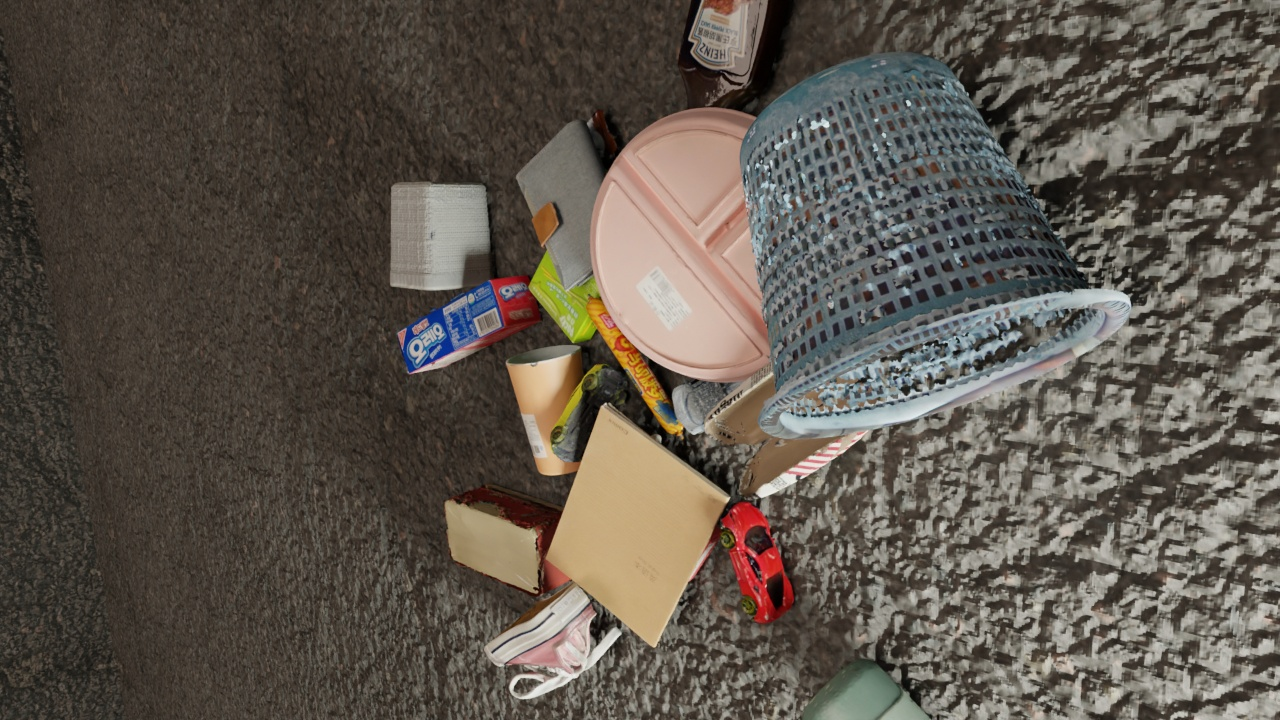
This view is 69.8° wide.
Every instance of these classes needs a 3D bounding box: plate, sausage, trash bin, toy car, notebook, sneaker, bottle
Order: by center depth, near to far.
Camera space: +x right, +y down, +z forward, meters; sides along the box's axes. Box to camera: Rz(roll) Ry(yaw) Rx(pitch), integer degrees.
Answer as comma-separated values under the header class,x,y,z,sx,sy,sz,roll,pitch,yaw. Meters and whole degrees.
class,x,y,z,sx,sy,sz,roll,pitch,yaw
trash bin,0.161,-0.076,0.593,0.227,0.226,0.195,-32,65,44
bottle,0.066,-0.233,0.744,0.080,0.043,0.195,31,121,31
plate,0.052,-0.089,0.756,0.230,0.028,0.230,10,110,29
toy car,0.103,0.176,0.807,0.031,0.049,0.106,-23,84,44
toy car,0.065,0.031,0.821,0.106,0.031,0.049,-36,75,44
sausage,-0.005,0.005,0.874,0.022,0.021,0.165,-38,84,43
notebook,-0.009,0.163,0.890,0.149,0.012,0.212,35,125,21
toy car,-0.055,0.051,0.909,0.032,0.048,0.105,32,92,50
sneaker,-0.098,0.308,0.992,0.088,0.118,0.242,51,146,5

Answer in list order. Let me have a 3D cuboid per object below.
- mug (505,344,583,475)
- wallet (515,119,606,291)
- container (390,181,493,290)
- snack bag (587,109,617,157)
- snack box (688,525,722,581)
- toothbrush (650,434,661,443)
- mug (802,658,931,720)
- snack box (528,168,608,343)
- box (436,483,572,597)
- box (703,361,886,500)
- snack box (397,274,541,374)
class,x,y,z,sx,sy,sz,roll,pitch,yaw
mug,-0.089,0.052,0.947,0.078,0.078,0.123,1,105,44
wallet,-0.067,-0.142,0.861,0.107,0.036,0.129,-30,78,43
container,-0.222,-0.139,1.016,0.090,0.090,0.114,9,103,42
snack bag,-0.062,-0.198,0.888,0.106,0.026,0.045,-27,78,42
snack box,0.010,0.142,0.906,0.153,0.025,0.075,46,129,26
toothbrush,-0.033,0.126,0.910,0.016,0.018,0.192,56,132,17
mug,0.190,0.309,0.744,0.106,0.082,0.112,45,159,27
snack box,-0.051,-0.101,0.902,0.086,0.026,0.157,50,130,23
box,-0.154,0.202,1.042,0.169,0.078,0.091,8,107,42
box,0.117,0.044,0.741,0.087,0.075,0.163,40,134,-7
snack box,-0.200,-0.038,1.040,0.208,0.058,0.057,-21,85,45
